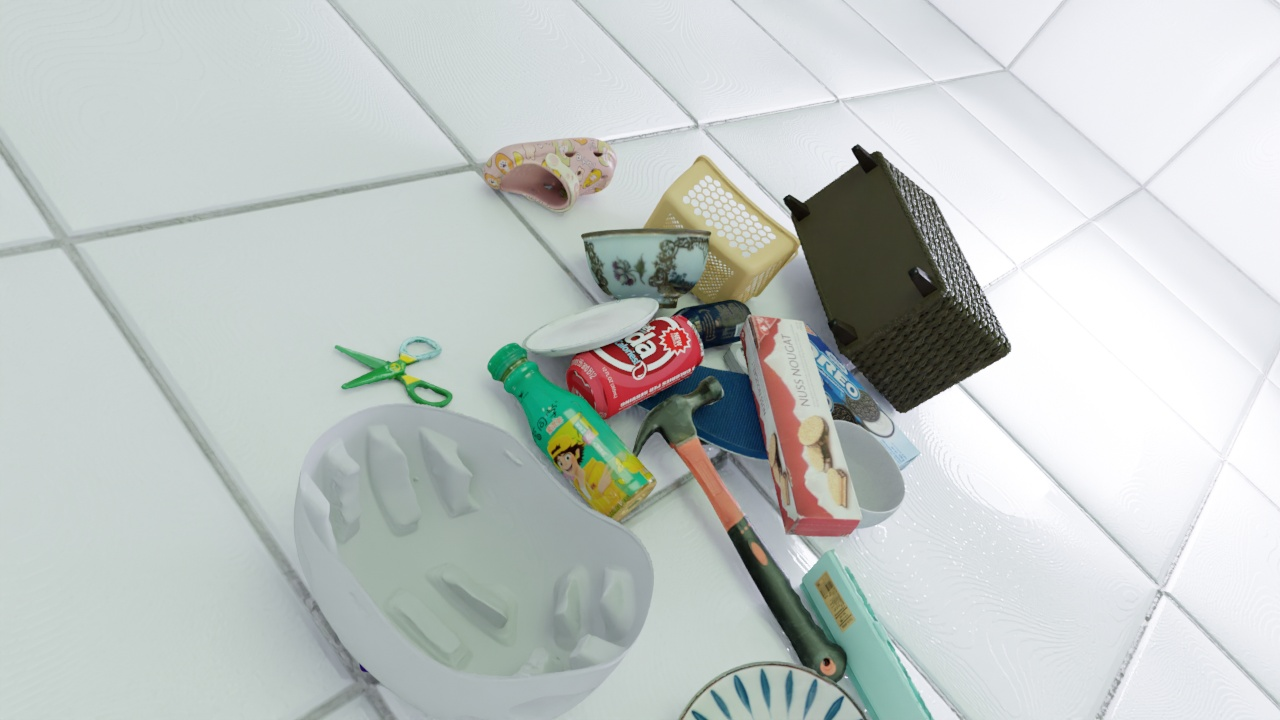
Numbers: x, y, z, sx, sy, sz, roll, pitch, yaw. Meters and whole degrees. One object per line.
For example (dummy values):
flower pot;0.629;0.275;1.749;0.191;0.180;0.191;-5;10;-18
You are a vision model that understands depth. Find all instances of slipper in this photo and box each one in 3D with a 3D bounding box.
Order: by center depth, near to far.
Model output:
slipper;0.061;0.051;1.057;0.295;0.060;0.118;22;46;5
slipper;-0.107;-0.238;1.200;0.196;0.093;0.081;-9;67;-39

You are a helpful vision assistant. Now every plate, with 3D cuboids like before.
plate;-0.054;-0.036;1.012;0.156;0.157;0.014;-36;115;-48

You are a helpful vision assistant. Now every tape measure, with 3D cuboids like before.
tape measure;0.140;0.007;1.179;0.062;0.020;0.060;9;41;-29

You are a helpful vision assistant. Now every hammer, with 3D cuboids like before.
hammer;0.107;0.182;0.949;0.133;0.033;0.333;-29;75;-14

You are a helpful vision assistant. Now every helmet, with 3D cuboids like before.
helmet;-0.140;0.154;0.710;0.282;0.184;0.223;47;25;-7

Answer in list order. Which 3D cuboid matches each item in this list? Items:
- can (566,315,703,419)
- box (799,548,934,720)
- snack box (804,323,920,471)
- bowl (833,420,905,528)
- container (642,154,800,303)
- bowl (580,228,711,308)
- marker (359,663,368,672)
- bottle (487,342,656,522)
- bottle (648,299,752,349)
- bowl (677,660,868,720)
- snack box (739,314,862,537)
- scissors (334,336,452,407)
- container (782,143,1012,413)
can;-0.006;0.006;0.992;0.142;0.075;0.074;-26;67;-28
box;0.240;0.286;0.930;0.078;0.110;0.187;-15;56;-22
snack box;0.259;0.056;1.185;0.059;0.060;0.226;-20;64;-40
bowl;0.238;0.141;1.081;0.131;0.065;0.131;19;43;-19
container;0.114;-0.175;1.254;0.183;0.130;0.166;43;48;7
bowl;0.008;-0.111;1.130;0.159;0.160;0.094;-4;95;-37
marker;-0.229;0.189;0.751;0.015;0.018;0.133;-19;56;-1
bottle;-0.076;0.069;0.934;0.209;0.068;0.067;47;42;14
bottle;0.071;-0.041;1.149;0.160;0.056;0.056;-11;58;-39
bowl;0.114;0.349;0.767;0.177;0.071;0.177;-7;57;10
snack box;0.170;0.063;1.006;0.076;0.044;0.272;6;50;-15
scissors;-0.246;0.004;0.925;0.127;0.012;0.121;25;40;-14
container;0.337;-0.128;1.277;0.205;0.177;0.320;32;35;-38
